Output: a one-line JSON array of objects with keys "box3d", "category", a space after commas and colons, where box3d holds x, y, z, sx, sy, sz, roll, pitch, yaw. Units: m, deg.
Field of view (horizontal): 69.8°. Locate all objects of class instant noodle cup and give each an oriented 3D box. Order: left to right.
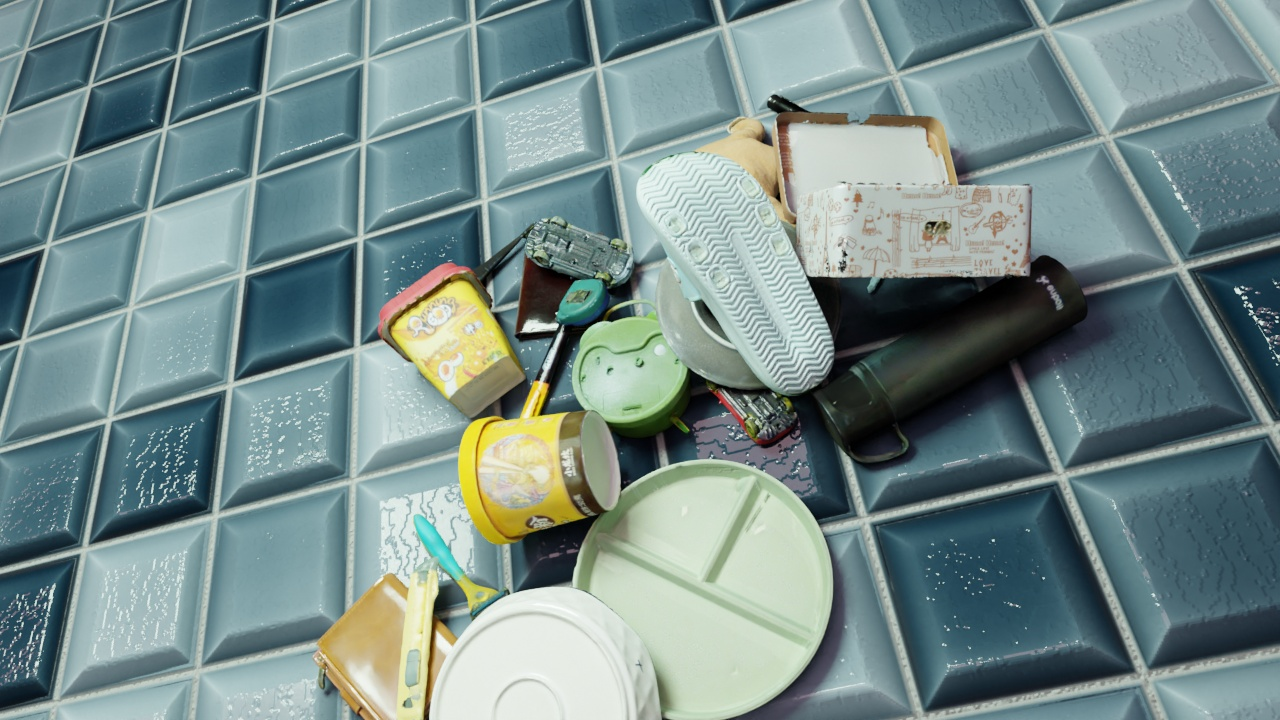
[{"box3d": [-0.190, -0.017, 0.957, 0.116, 0.116, 0.123, -37, 68, -5], "category": "instant noodle cup"}, {"box3d": [-0.087, 0.101, 0.839, 0.115, 0.118, 0.118, -13, 58, 16], "category": "instant noodle cup"}]

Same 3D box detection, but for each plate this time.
[{"box3d": [-0.085, 0.291, 0.753, 0.205, 0.045, 0.204, -5, 74, 17], "category": "plate"}, {"box3d": [0.052, 0.196, 0.800, 0.230, 0.027, 0.229, -9, 59, 15], "category": "plate"}, {"box3d": [0.103, -0.060, 0.868, 0.179, 0.024, 0.179, 0, 75, 0], "category": "plate"}]

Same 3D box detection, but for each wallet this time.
[{"box3d": [-0.233, 0.277, 0.841, 0.131, 0.035, 0.119, 34, 74, 30], "category": "wallet"}, {"box3d": [-0.087, -0.082, 1.010, 0.096, 0.020, 0.122, -6, 62, 15], "category": "wallet"}]

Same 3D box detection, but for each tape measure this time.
[{"box3d": [-0.059, -0.062, 0.955, 0.055, 0.025, 0.058, -4, 47, 41], "category": "tape measure"}]

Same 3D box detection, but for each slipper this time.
[{"box3d": [0.087, -0.078, 0.826, 0.104, 0.074, 0.245, -34, 94, -15], "category": "slipper"}]

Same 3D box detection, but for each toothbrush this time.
[{"box3d": [-0.195, -0.086, 1.043, 0.212, 0.026, 0.027, -42, 92, -10], "category": "toothbrush"}]

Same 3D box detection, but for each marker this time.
[{"box3d": [-0.098, 0.013, 0.954, 0.018, 0.015, 0.123, 15, 72, 18], "category": "marker"}, {"box3d": [0.195, -0.264, 1.022, 0.022, 0.020, 0.132, -25, 50, -33], "category": "marker"}]

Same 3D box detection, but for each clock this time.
[{"box3d": [-0.005, 0.005, 0.910, 0.116, 0.056, 0.161, -11, 59, 11], "category": "clock"}]

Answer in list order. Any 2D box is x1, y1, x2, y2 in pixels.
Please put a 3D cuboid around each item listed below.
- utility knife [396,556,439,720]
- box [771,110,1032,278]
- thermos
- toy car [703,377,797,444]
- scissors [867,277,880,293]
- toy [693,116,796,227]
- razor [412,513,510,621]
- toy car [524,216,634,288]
[{"box3d": [-0.198, 0.275, 0.813, 0.031, 0.021, 0.208, -10, 63, 13], "category": "utility knife"}, {"box3d": [0.229, -0.145, 0.852, 0.179, 0.133, 0.271, 0, 34, -6], "category": "box"}, {"box3d": [0.277, 0.005, 0.822, 0.242, 0.068, 0.090, -31, 89, 1], "category": "thermos"}, {"box3d": [0.101, 0.033, 0.872, 0.049, 0.031, 0.106, -31, 62, -17], "category": "toy car"}, {"box3d": [0.256, -0.127, 0.927, 0.133, 0.017, 0.131, -12, 60, 15], "category": "scissors"}, {"box3d": [0.097, -0.187, 0.977, 0.143, 0.083, 0.225, -5, 57, -3], "category": "toy"}, {"box3d": [-0.178, 0.194, 0.875, 0.043, 0.028, 0.132, -32, 57, -30], "category": "razor"}, {"box3d": [-0.065, -0.115, 0.992, 0.121, 0.037, 0.054, 19, 68, 9], "category": "toy car"}]
